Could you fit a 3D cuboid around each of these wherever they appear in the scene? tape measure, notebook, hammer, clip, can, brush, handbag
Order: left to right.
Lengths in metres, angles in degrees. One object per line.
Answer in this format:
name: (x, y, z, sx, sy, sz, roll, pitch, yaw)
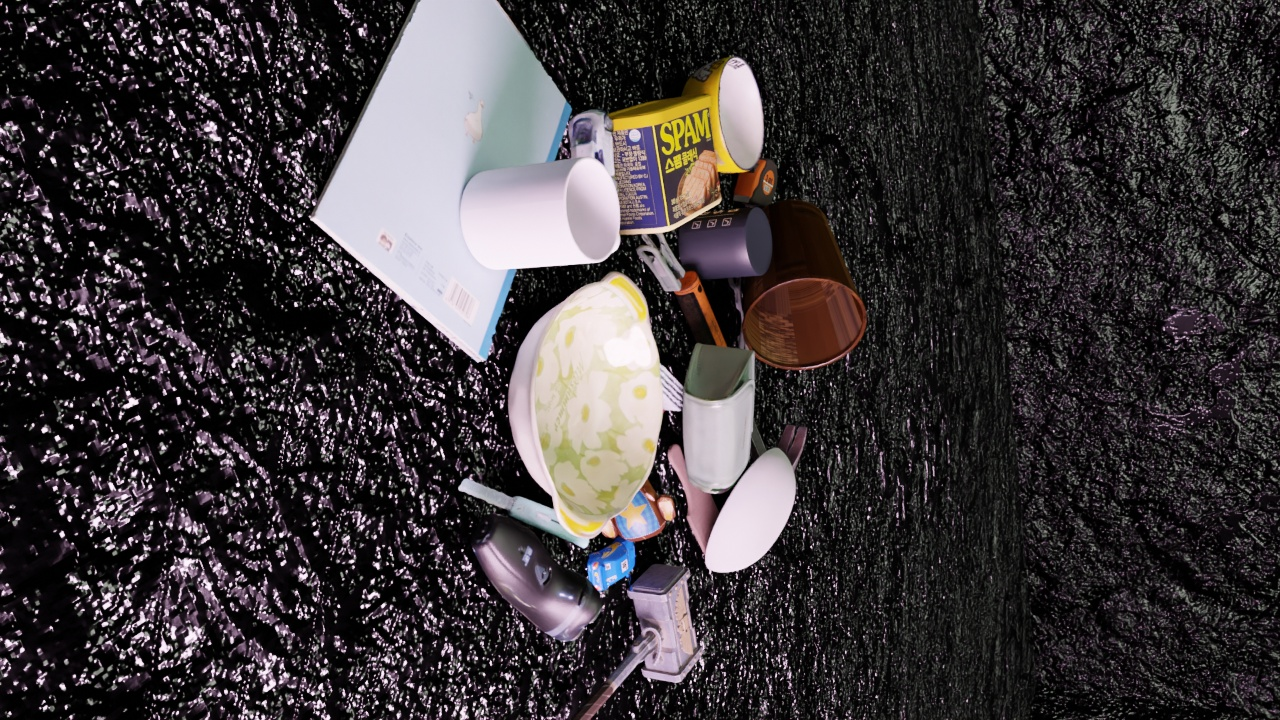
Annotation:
notebook: (-0.129, -0.151, 0.672, 0.181, 0.009, 0.252, 48, 49, -48)
hammer: (-0.040, 0.290, 0.772, 0.321, 0.044, 0.098, -31, 115, -56)
brush: (-0.005, 0.005, 0.856, 0.172, 0.030, 0.040, 42, 53, -50)
can: (0.018, -0.185, 0.860, 0.134, 0.075, 0.104, -38, 124, -53)
clip: (0.021, -0.100, 0.911, 0.076, 0.023, 0.042, 50, 46, -49)
brush: (0.054, 0.144, 0.970, 0.049, 0.015, 0.136, -53, 127, -45)
handbag: (0.080, 0.056, 0.923, 0.105, 0.067, 0.122, -65, 158, -50)
hammer: (0.111, 0.029, 1.033, 0.137, 0.035, 0.314, -50, 129, -33)
tape measure: (0.135, -0.213, 1.095, 0.058, 0.038, 0.059, 7, 97, -59)

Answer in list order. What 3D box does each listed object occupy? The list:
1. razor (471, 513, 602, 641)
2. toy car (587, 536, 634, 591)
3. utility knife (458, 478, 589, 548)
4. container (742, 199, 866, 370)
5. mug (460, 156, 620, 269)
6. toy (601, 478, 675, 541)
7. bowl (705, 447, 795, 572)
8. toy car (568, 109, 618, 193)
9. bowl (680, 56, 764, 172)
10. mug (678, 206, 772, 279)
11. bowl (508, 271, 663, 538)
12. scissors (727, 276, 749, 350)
razor: (-0.077, 0.164, 0.695, 0.140, 0.064, 0.052, 57, 42, -43)
toy car: (-0.010, 0.183, 0.809, 0.091, 0.062, 0.033, -19, 105, -58)
utility knife: (-0.090, 0.120, 0.728, 0.165, 0.015, 0.022, 36, 60, -50)
container: (0.176, -0.094, 1.045, 0.167, 0.132, 0.132, -89, 156, -46)
mug: (-0.063, -0.101, 0.681, 0.110, 0.091, 0.073, 27, 66, -57)
toy: (-0.006, 0.118, 0.847, 0.103, 0.071, 0.090, -2, 74, -84)
bowl: (0.128, 0.169, 0.981, 0.149, 0.043, 0.150, -43, 149, -34)
toy car: (-0.043, -0.170, 0.790, 0.027, 0.039, 0.090, -12, 98, -57)
bowl: (0.078, -0.254, 0.967, 0.117, 0.068, 0.117, 2, 87, -59)
mug: (0.099, -0.127, 0.988, 0.104, 0.078, 0.071, -25, 110, -57)
bowl: (-0.052, 0.033, 0.748, 0.188, 0.060, 0.219, 41, 56, -52)
scissors: (0.118, -0.049, 1.082, 0.158, 0.014, 0.141, 60, 40, -35)
